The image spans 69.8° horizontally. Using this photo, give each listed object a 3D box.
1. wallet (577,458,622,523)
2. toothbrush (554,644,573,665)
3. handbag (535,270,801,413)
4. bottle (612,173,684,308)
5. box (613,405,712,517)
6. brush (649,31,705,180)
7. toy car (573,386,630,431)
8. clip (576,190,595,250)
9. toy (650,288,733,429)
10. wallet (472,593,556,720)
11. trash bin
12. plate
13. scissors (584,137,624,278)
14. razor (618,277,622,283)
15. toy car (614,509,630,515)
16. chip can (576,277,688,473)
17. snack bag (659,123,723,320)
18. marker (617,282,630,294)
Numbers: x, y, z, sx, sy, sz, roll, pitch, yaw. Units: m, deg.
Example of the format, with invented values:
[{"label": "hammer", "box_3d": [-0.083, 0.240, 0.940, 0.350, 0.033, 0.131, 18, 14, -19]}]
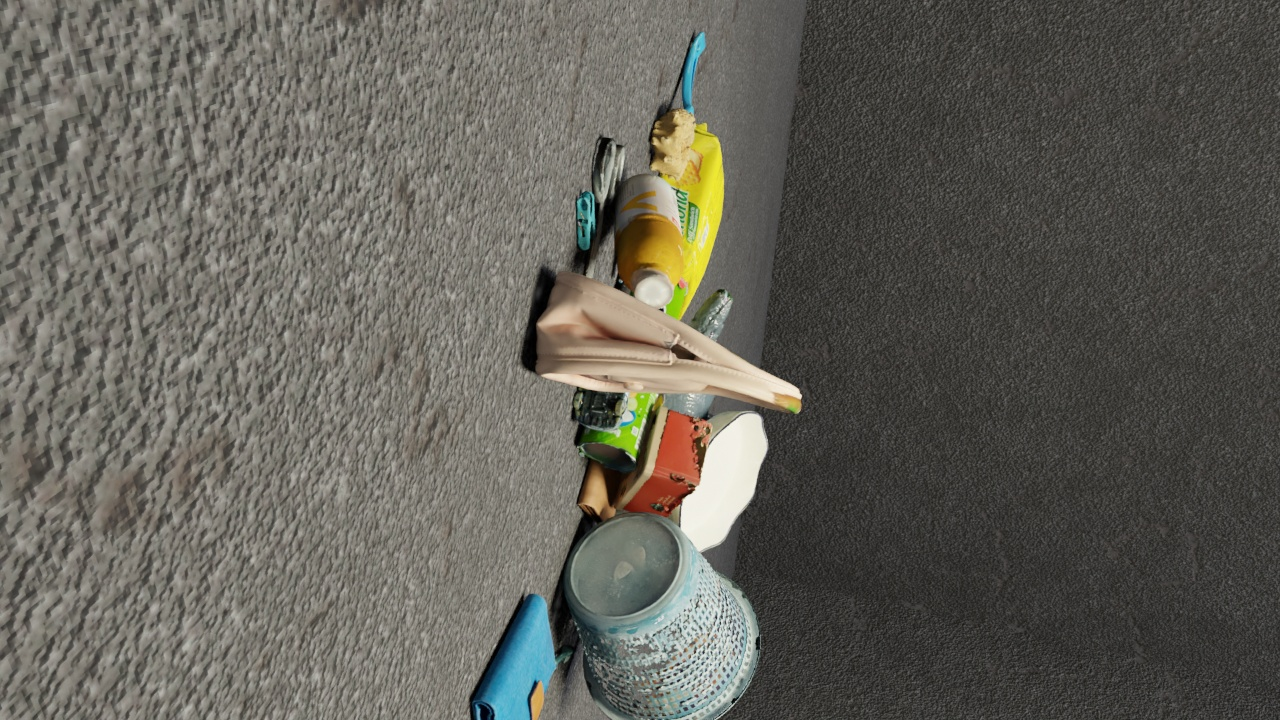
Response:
[{"label": "wallet", "box_3d": [-0.041, 0.142, 1.100, 0.115, 0.020, 0.101, 67, 35, -62]}, {"label": "toothbrush", "box_3d": [-0.104, 0.343, 1.005, 0.191, 0.016, 0.018, 11, 100, -78]}, {"label": "handbag", "box_3d": [0.034, 0.002, 0.832, 0.193, 0.234, 0.093, 29, 77, -77]}, {"label": "bottle", "box_3d": [0.008, -0.118, 0.908, 0.189, 0.068, 0.068, -94, -177, -52]}, {"label": "box", "box_3d": [0.031, 0.124, 1.062, 0.169, 0.079, 0.091, 121, -15, -63]}, {"label": "brush", "box_3d": [0.054, -0.327, 1.154, 0.083, 0.046, 0.254, 76, 22, -53]}, {"label": "toy car", "box_3d": [-0.034, 0.015, 0.965, 0.037, 0.054, 0.120, 40, 59, -73]}, {"label": "clip", "box_3d": [-0.051, -0.132, 0.863, 0.041, 0.014, 0.056, -68, 162, -46]}, {"label": "toy", "box_3d": [0.062, 0.067, 1.220, 0.091, 0.137, 0.357, -128, -148, -49]}, {"label": "wallet", "box_3d": [-0.116, 0.305, 0.867, 0.132, 0.040, 0.106, -62, 154, -54]}, {"label": "trash bin", "box_3d": [0.010, 0.288, 1.070, 0.195, 0.227, 0.225, 67, 32, -42]}, {"label": "plate", "box_3d": [0.098, 0.157, 1.218, 0.204, 0.045, 0.205, -35, 136, -41]}, {"label": "scissors", "box_3d": [-0.039, -0.135, 0.921, 0.144, 0.014, 0.173, -65, 161, -47]}, {"label": "razor", "box_3d": [-0.004, -0.141, 1.058, 0.043, 0.022, 0.142, -48, -167, 33]}, {"label": "toy car", "box_3d": [-0.029, 0.202, 1.166, 0.035, 0.042, 0.090, 172, -77, -81]}, {"label": "chip can", "box_3d": [-0.006, 0.006, 1.044, 0.072, 0.072, 0.235, 77, 26, -61]}, {"label": "snack bag", "box_3d": [0.057, -0.176, 1.205, 0.158, 0.068, 0.246, 75, 28, -63]}, {"label": "marker", "box_3d": [-0.030, -0.042, 1.024, 0.023, 0.018, 0.130, -36, -145, 63]}]
